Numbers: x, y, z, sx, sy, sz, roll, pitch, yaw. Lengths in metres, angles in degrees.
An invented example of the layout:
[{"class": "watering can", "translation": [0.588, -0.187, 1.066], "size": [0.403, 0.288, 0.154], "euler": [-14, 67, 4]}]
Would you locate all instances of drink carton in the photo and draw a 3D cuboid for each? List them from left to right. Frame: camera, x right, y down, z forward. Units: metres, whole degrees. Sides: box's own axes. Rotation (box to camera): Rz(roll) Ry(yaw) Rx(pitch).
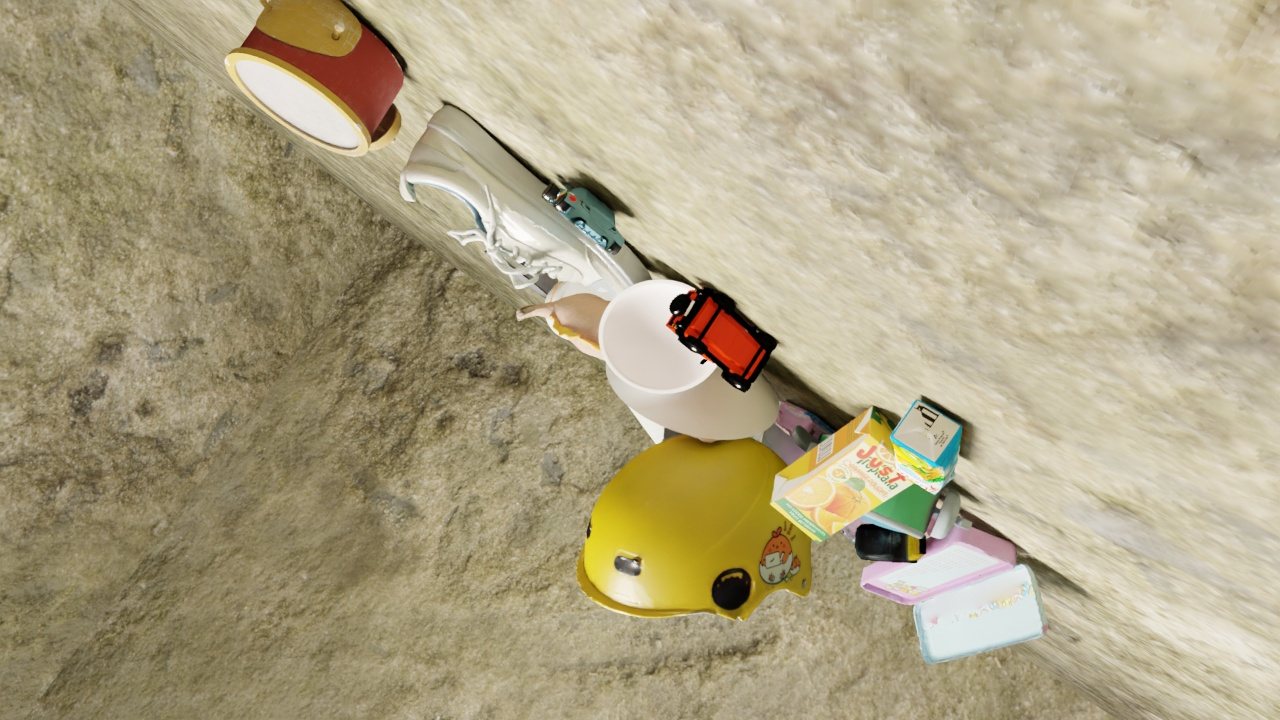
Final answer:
[{"class": "drink carton", "translation": [0.175, 0.096, 0.774], "size": [0.058, 0.123, 0.041], "euler": [40, -146, -11]}, {"class": "drink carton", "translation": [0.208, 0.066, 0.666], "size": [0.044, 0.038, 0.129], "euler": [34, 175, 24]}]

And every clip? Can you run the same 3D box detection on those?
[{"class": "clip", "translation": [0.221, 0.118, 0.958], "size": [0.162, 0.091, 0.027], "euler": [13, -145, 7]}]

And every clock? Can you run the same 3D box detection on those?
[{"class": "clock", "translation": [-0.244, -0.223, 0.726], "size": [0.117, 0.081, 0.159], "euler": [24, 164, 9]}, {"class": "clock", "translation": [0.239, 0.122, 0.873], "size": [0.161, 0.075, 0.122], "euler": [23, 176, -7]}]

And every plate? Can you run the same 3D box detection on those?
[{"class": "plate", "translation": [0.056, 0.008, 0.886], "size": [0.174, 0.036, 0.173], "euler": [11, -149, -7]}]

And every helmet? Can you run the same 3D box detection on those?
[{"class": "helmet", "translation": [0.055, 0.146, 0.906], "size": [0.239, 0.140, 0.209], "euler": [-7, -159, -29]}]

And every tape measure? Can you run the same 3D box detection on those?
[{"class": "tape measure", "translation": [0.257, 0.186, 0.942], "size": [0.071, 0.042, 0.072], "euler": [5, 174, 6]}]

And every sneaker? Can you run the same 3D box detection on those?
[{"class": "sneaker", "translation": [-0.101, -0.110, 0.804], "size": [0.242, 0.090, 0.089], "euler": [36, 175, -23]}]

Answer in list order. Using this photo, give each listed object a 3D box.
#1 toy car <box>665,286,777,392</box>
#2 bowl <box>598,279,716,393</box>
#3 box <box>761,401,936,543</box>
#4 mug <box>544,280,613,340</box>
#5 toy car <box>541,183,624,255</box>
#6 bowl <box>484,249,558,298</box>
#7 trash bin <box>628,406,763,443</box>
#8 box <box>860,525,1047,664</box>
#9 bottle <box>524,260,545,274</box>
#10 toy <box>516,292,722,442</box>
[{"class": "toy car", "translation": [0.066, -0.020, 0.763], "size": [0.100, 0.051, 0.049], "euler": [38, 172, -33]}, {"class": "bowl", "translation": [0.020, -0.029, 0.817], "size": [0.110, 0.110, 0.040], "euler": [36, -155, -13]}, {"class": "box", "translation": [0.229, 0.147, 1.045], "size": [0.230, 0.090, 0.085], "euler": [37, 177, -21]}, {"class": "mug", "translation": [-0.073, -0.065, 1.139], "size": [0.082, 0.082, 0.105], "euler": [36, 175, -11]}, {"class": "toy car", "translation": [-0.042, -0.116, 0.713], "size": [0.060, 0.027, 0.107], "euler": [37, -175, -23]}, {"class": "bowl", "translation": [-0.154, -0.133, 1.262], "size": [0.114, 0.045, 0.114], "euler": [35, 176, 3]}, {"class": "trash bin", "translation": [0.052, 0.045, 1.090], "size": [0.133, 0.133, 0.161], "euler": [38, -178, -33]}, {"class": "box", "translation": [0.340, 0.253, 0.999], "size": [0.140, 0.062, 0.215], "euler": [53, 151, 11]}, {"class": "bottle", "translation": [-0.151, -0.148, 1.130], "size": [0.110, 0.036, 0.036], "euler": [39, 175, -36]}, {"class": "toy", "translation": [-0.006, 0.006, 0.961], "size": [0.195, 0.065, 0.264], "euler": [-6, -145, -21]}]
